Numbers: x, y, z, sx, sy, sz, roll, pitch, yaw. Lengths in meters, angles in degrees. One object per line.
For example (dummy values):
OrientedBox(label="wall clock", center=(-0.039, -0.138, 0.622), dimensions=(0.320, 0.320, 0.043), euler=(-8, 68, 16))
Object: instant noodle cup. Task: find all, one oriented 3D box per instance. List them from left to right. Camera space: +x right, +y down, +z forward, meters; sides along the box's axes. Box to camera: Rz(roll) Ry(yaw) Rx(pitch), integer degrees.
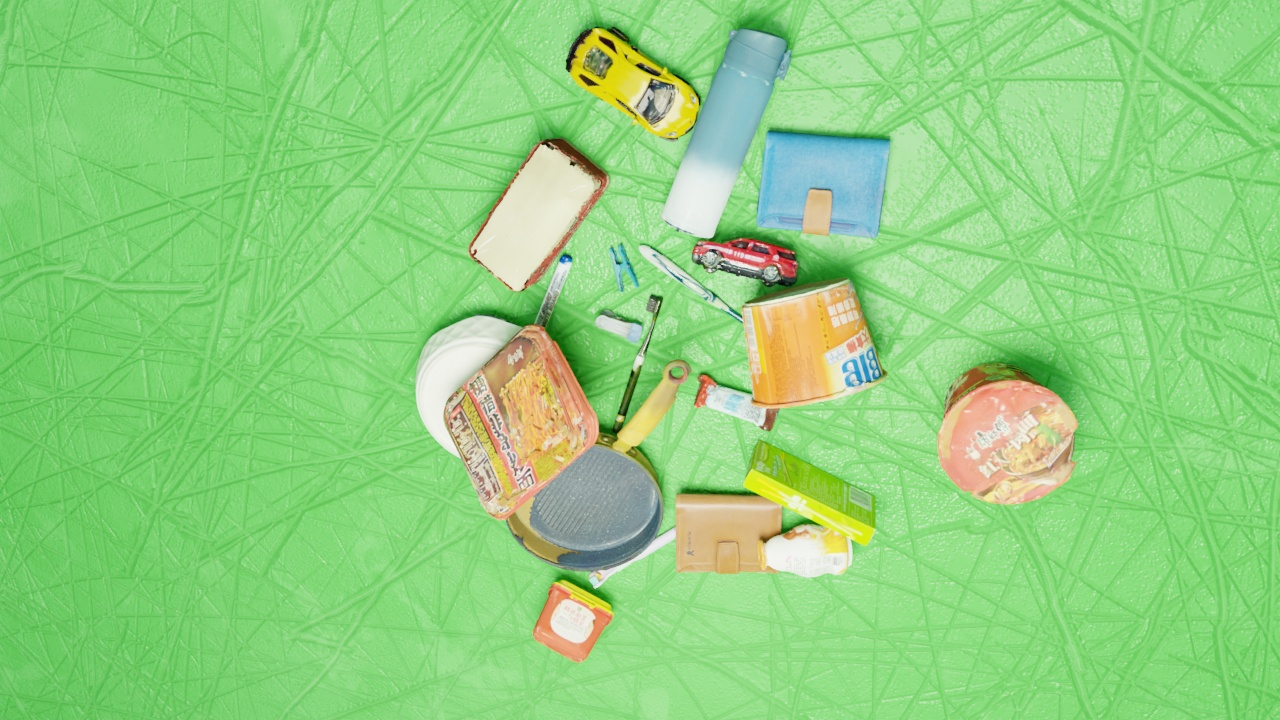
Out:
OrientedBox(label="instant noodle cup", center=(-0.125, 0.068, 1.036), dimensions=(0.189, 0.079, 0.164), euler=(-41, 66, 26))
OrientedBox(label="instant noodle cup", center=(0.180, -0.022, 0.990), dimensions=(0.151, 0.151, 0.111), euler=(-13, 97, 17))
OrientedBox(label="instant noodle cup", center=(0.385, 0.069, 0.986), dimensions=(0.138, 0.108, 0.138), euler=(4, 109, 11))

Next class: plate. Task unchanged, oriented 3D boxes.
OrientedBox(label="plate", center=(-0.187, 0.047, 1.135), dimensions=(0.205, 0.045, 0.205), euler=(4, 118, 8))

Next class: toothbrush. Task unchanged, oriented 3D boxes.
OrientedBox(label="toothbrush", center=(-0.007, 0.007, 1.111), dimensions=(0.017, 0.012, 0.186), euler=(23, 112, 11))
OrientedBox(label="toothbrush", center=(0.010, 0.241, 1.184), dimensions=(0.189, 0.029, 0.021), euler=(-34, 138, 20))
OrientedBox(label="toothbrush", center=(0.075, -0.075, 1.060), dimensions=(0.191, 0.018, 0.016), euler=(36, 113, -1))

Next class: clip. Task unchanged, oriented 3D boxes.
OrientedBox(label="clip", center=(-0.025, -0.041, 1.092), dimensions=(0.057, 0.028, 0.024), euler=(22, 113, 8))
OrientedBox(label="clip", center=(-0.020, -0.108, 1.074), dimensions=(0.041, 0.014, 0.056), euler=(-13, 107, 17))

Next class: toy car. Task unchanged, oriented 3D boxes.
OrientedBox(label="toy car", center=(-0.006, -0.299, 0.991), dimensions=(0.156, 0.041, 0.071), euler=(34, 113, -1))
OrientedBox(label="toy car", center=(0.117, -0.112, 1.020), dimensions=(0.120, 0.053, 0.045), euler=(11, 87, 3))

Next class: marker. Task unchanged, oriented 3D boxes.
OrientedBox(label="marker", center=(-0.114, -0.061, 1.110), dimensions=(0.017, 0.016, 0.146), euler=(26, 112, 3))

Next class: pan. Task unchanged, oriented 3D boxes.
OrientedBox(label="pan", center=(-0.034, 0.123, 1.091), dimensions=(0.197, 0.078, 0.358), euler=(24, 117, -13))

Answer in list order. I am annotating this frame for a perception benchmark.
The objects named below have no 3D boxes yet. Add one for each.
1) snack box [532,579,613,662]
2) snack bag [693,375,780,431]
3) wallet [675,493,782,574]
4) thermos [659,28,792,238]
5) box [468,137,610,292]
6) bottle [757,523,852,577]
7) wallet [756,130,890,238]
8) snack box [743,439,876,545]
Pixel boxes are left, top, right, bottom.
OrientedBox(label="snack box", center=(-0.091, 0.342, 1.198), dimensions=(0.091, 0.080, 0.082), euler=(28, 154, 3))
OrientedBox(label="snack bag", center=(0.113, 0.050, 1.089), dimensions=(0.105, 0.026, 0.045), euler=(18, 103, 6))
OrientedBox(label="wallet", center=(0.108, 0.215, 1.136), dimensions=(0.132, 0.031, 0.108), euler=(1, 109, 4))
OrientedBox(label="thermos", center=(0.090, -0.240, 0.974), dimensions=(0.070, 0.070, 0.221), euler=(24, 112, 4))
OrientedBox(label="box", center=(-0.117, -0.163, 1.043), dimensions=(0.091, 0.078, 0.169), euler=(39, 113, -1))
OrientedBox(label="bottle", center=(0.196, 0.228, 1.100), dimensions=(0.108, 0.063, 0.063), euler=(-5, 108, -2))
OrientedBox(label="wallet", center=(0.194, -0.188, 0.984), dimensions=(0.133, 0.040, 0.106), euler=(8, 106, 11))
OrientedBox(label="snack box", center=(0.199, 0.153, 1.072), dimensions=(0.156, 0.085, 0.026), euler=(26, 113, 3))
